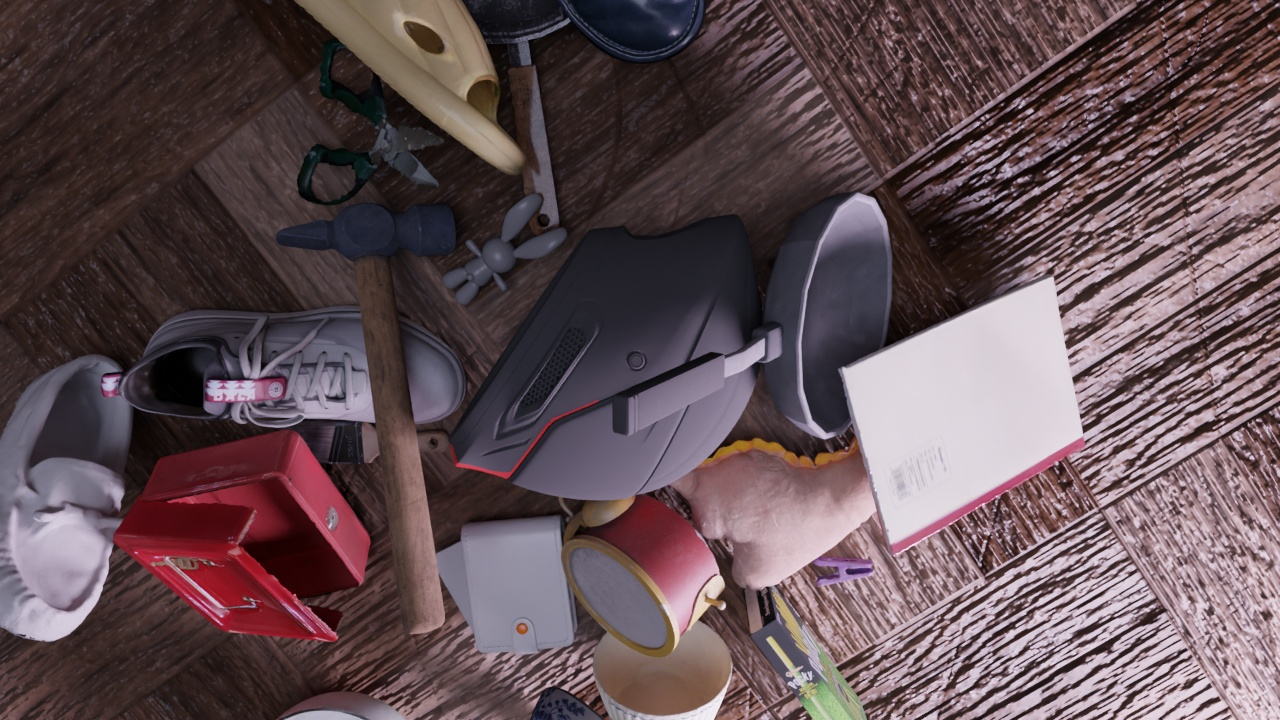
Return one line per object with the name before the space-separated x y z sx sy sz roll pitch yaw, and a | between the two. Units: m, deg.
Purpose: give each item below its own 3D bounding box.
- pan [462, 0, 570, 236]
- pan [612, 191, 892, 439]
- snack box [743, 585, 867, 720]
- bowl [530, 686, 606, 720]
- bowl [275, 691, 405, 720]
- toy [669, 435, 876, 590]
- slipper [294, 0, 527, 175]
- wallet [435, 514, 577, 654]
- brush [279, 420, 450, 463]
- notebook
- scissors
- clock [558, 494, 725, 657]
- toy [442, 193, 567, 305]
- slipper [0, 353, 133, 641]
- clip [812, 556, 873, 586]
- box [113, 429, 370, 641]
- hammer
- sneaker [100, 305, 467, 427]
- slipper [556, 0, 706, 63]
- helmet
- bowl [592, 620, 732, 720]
pan | -0.096 -0.265 0.691 0.208 0.040 0.357 -5 109 4
pan | 0.085 -0.014 0.601 0.041 0.356 0.179 10 109 32
snack box | 0.141 0.260 0.771 0.025 0.080 0.147 -35 98 9
bowl | -0.057 0.337 0.781 0.114 0.045 0.114 27 138 27
bowl | -0.263 0.359 0.816 0.153 0.072 0.153 0 103 2
toy | 0.156 0.074 0.739 0.264 0.065 0.196 -40 103 9
slipper | -0.164 -0.236 0.639 0.261 0.111 0.079 41 94 -2
wallet | -0.118 0.196 0.792 0.115 0.037 0.118 -6 98 4
brush | -0.237 0.070 0.782 0.151 0.012 0.039 1 102 3
notebook | 0.252 0.039 0.700 0.208 0.012 0.153 -22 104 -21
scissors | -0.205 -0.145 0.676 0.210 0.015 0.142 43 115 37
clock | -0.005 0.154 0.743 0.159 0.081 0.117 45 145 8
toy | -0.112 -0.083 0.726 0.112 0.030 0.049 -33 99 26
slipper | -0.434 0.095 0.697 0.112 0.246 0.075 27 123 -39
clip | 0.170 0.175 0.786 0.052 0.014 0.042 -31 97 12
box | -0.308 0.142 0.735 0.135 0.112 0.158 -3 137 14
hammer | -0.184 0.039 0.681 0.129 0.040 0.321 -7 81 -23
sneaker | -0.271 0.012 0.713 0.263 0.128 0.097 5 105 -2
slipper | -0.035 -0.327 0.607 0.109 0.083 0.266 -19 108 6
helmet | -0.004 0.004 0.678 0.170 0.164 0.265 33 94 -9
bowl | 0.018 0.274 0.770 0.115 0.115 0.063 1 117 2
